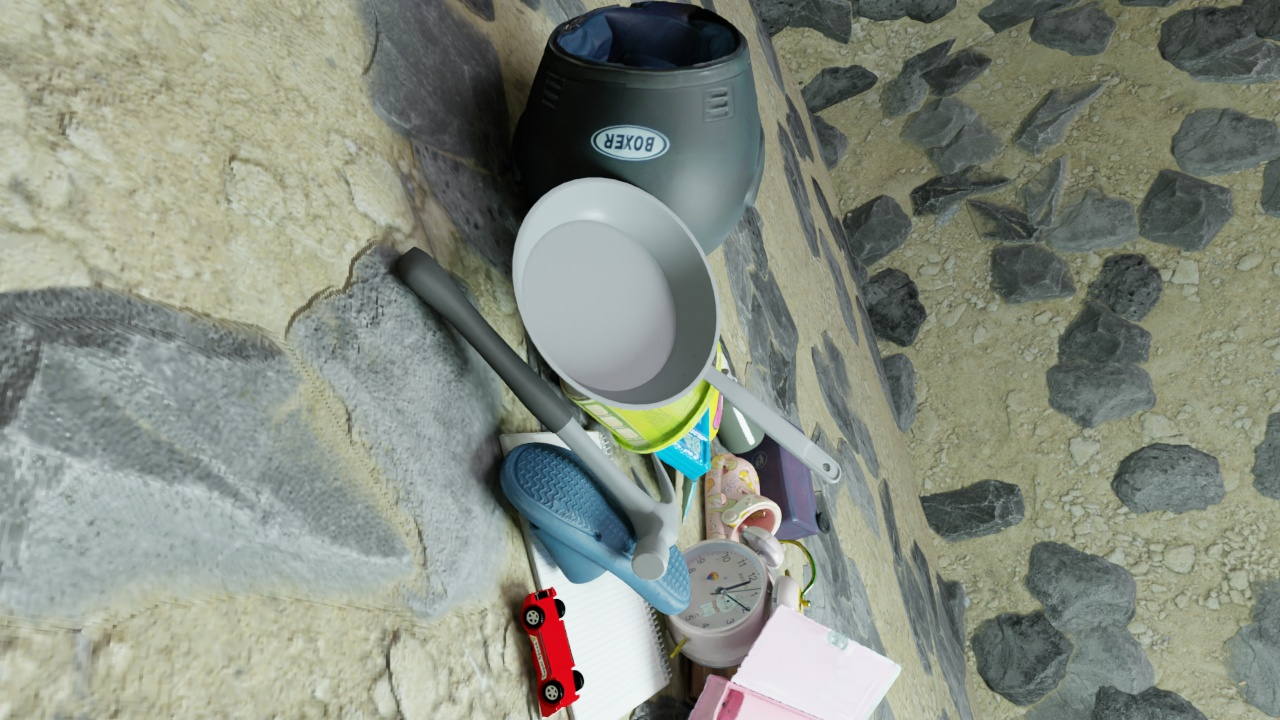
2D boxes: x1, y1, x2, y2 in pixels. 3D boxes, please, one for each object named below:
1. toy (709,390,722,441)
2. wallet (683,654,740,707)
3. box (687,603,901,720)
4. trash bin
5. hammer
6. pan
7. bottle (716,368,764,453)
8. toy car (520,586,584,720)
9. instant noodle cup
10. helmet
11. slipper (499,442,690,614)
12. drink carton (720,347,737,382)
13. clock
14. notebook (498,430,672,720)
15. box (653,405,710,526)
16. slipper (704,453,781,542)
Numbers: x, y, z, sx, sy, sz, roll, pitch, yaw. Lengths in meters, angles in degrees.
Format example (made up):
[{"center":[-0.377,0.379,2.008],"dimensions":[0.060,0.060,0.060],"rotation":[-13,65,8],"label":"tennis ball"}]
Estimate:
[{"center":[0.082,0.057,1.149],"dimensions":[0.094,0.041,0.096],"rotation":[-78,168,-51],"label":"toy"},{"center":[0.073,0.308,0.950],"dimensions":[0.098,0.027,0.120],"rotation":[48,32,-39],"label":"wallet"},{"center":[0.145,0.334,0.879],"dimensions":[0.232,0.039,0.179],"rotation":[37,82,-38],"label":"box"},{"center":[0.188,0.166,1.265],"dimensions":[0.092,0.094,0.160],"rotation":[32,43,-44],"label":"trash bin"},{"center":[-0.075,0.032,0.725],"dimensions":[0.311,0.030,0.124],"rotation":[49,20,-12],"label":"hammer"},{"center":[0.037,-0.004,0.784],"dimensions":[0.356,0.051,0.200],"rotation":[42,56,-16],"label":"pan"},{"center":[0.121,0.067,1.229],"dimensions":[0.108,0.060,0.060],"rotation":[63,22,-18],"label":"bottle"},{"center":[-0.068,0.217,0.684],"dimensions":[0.038,0.025,0.089],"rotation":[10,62,-66],"label":"toy car"},{"center":[-0.005,0.005,0.870],"dimensions":[0.098,0.147,0.146],"rotation":[32,40,-34],"label":"instant noodle cup"},{"center":[0.000,-0.217,0.944],"dimensions":[0.315,0.249,0.236],"rotation":[-83,175,-57],"label":"helmet"},{"center":[-0.037,0.141,0.757],"dimensions":[0.213,0.059,0.103],"rotation":[41,24,-28],"label":"slipper"},{"center":[0.115,0.023,1.300],"dimensions":[0.122,0.039,0.069],"rotation":[56,25,-47],"label":"drink carton"},{"center":[0.093,0.222,0.883],"dimensions":[0.116,0.158,0.059],"rotation":[-109,177,-46],"label":"clock"},{"center":[-0.042,0.180,0.798],"dimensions":[0.177,0.013,0.245],"rotation":[7,65,-65],"label":"notebook"},{"center":[0.052,0.041,1.035],"dimensions":[0.243,0.071,0.170],"rotation":[-86,158,-48],"label":"box"},{"center":[0.126,0.188,1.110],"dimensions":[0.093,0.082,0.196],"rotation":[55,28,-32],"label":"slipper"}]
